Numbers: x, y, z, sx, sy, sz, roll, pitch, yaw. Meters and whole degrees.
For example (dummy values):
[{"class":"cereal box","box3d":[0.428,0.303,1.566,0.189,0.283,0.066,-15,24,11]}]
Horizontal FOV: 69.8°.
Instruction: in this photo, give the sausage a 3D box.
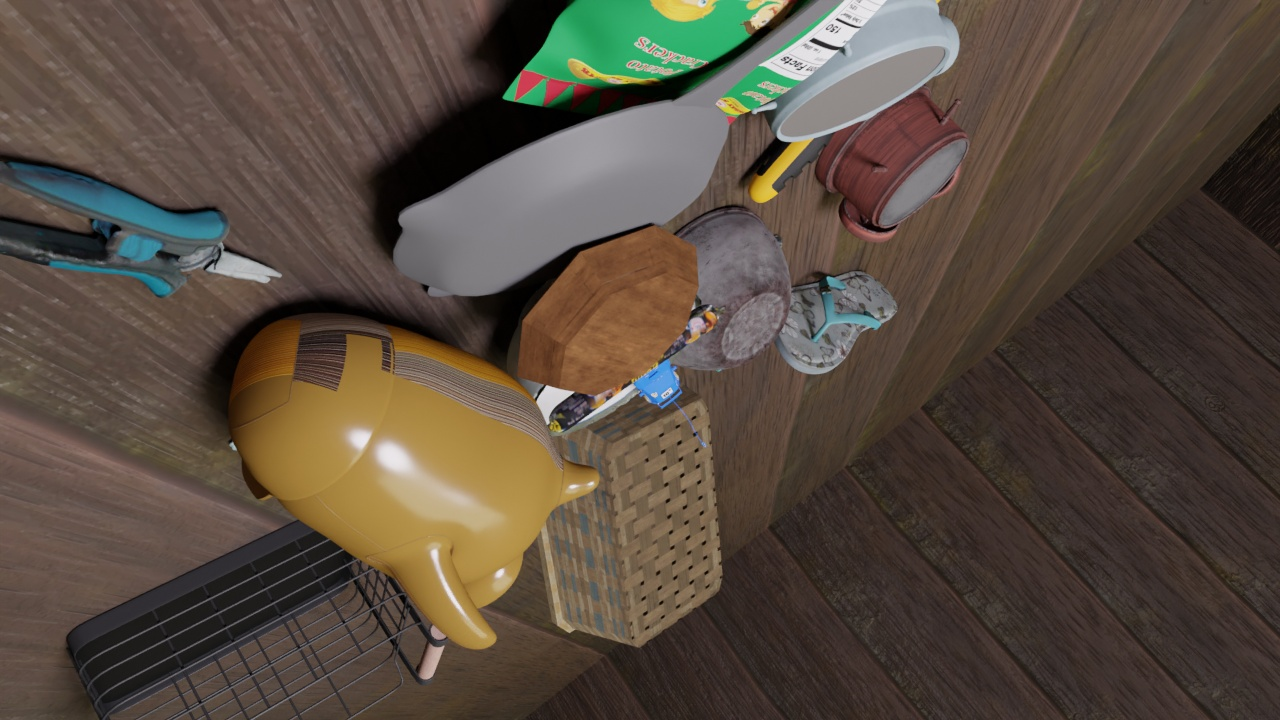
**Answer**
[{"class":"sausage","box3d":[-0.004,0.004,0.633,0.155,0.020,0.020,-35,160,-12]}]

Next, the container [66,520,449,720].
[{"class":"container","box3d":[-0.285,0.235,0.694,0.240,0.130,0.163,-26,157,-34]}]

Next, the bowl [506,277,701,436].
[{"class":"bowl","box3d":[-0.036,-0.019,0.668,0.153,0.073,0.154,-34,159,-15]}]

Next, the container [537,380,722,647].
[{"class":"container","box3d":[-0.036,0.119,0.849,0.157,0.186,0.250,-25,119,-36]}]

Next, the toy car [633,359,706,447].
[{"class":"toy car","box3d":[0.025,0.031,0.683,0.033,0.062,0.092,-39,161,-1]}]

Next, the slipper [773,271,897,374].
[{"class":"slipper","box3d":[0.222,-0.063,1.017,0.267,0.098,0.055,-29,161,-51]}]

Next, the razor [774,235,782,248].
[{"class":"razor","box3d":[0.119,-0.081,0.890,0.042,0.026,0.106,-26,153,-28]}]

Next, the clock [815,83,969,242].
[{"class":"clock","box3d":[0.222,-0.169,0.800,0.120,0.072,0.158,-39,160,-1]}]

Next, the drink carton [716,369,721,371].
[{"class":"drink carton","box3d":[0.061,-0.019,0.885,0.039,0.044,0.128,-43,161,9]}]

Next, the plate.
[{"class":"plate","box3d":[-0.013,-0.023,0.557,0.131,0.025,0.131,-30,152,-18]}]

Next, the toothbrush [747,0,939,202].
[{"class":"toothbrush","box3d":[0.151,-0.194,0.683,0.197,0.031,0.031,-47,175,15]}]

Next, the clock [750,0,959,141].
[{"class":"clock","box3d":[0.140,-0.188,0.589,0.159,0.045,0.123,-15,172,-45]}]

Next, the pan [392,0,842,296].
[{"class":"pan","box3d":[0.005,-0.101,0.458,0.356,0.024,0.216,-30,171,39]}]

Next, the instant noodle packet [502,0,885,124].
[{"class":"instant noodle packet","box3d":[0.071,-0.204,0.418,0.253,0.090,0.195,-45,162,30]}]

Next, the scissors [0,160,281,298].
[{"class":"scissors","box3d":[-0.200,-0.052,0.377,0.129,0.019,0.138,-27,160,-31]}]

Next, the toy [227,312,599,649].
[{"class":"toy","box3d":[-0.145,0.053,0.528,0.163,0.198,0.203,-24,141,21]}]

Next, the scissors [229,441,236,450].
[{"class":"scissors","box3d":[-0.197,0.033,0.590,0.138,0.015,0.063,-19,149,-33]}]

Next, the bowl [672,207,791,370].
[{"class":"bowl","box3d":[0.072,-0.045,0.751,0.144,0.067,0.145,-26,140,-24]}]
